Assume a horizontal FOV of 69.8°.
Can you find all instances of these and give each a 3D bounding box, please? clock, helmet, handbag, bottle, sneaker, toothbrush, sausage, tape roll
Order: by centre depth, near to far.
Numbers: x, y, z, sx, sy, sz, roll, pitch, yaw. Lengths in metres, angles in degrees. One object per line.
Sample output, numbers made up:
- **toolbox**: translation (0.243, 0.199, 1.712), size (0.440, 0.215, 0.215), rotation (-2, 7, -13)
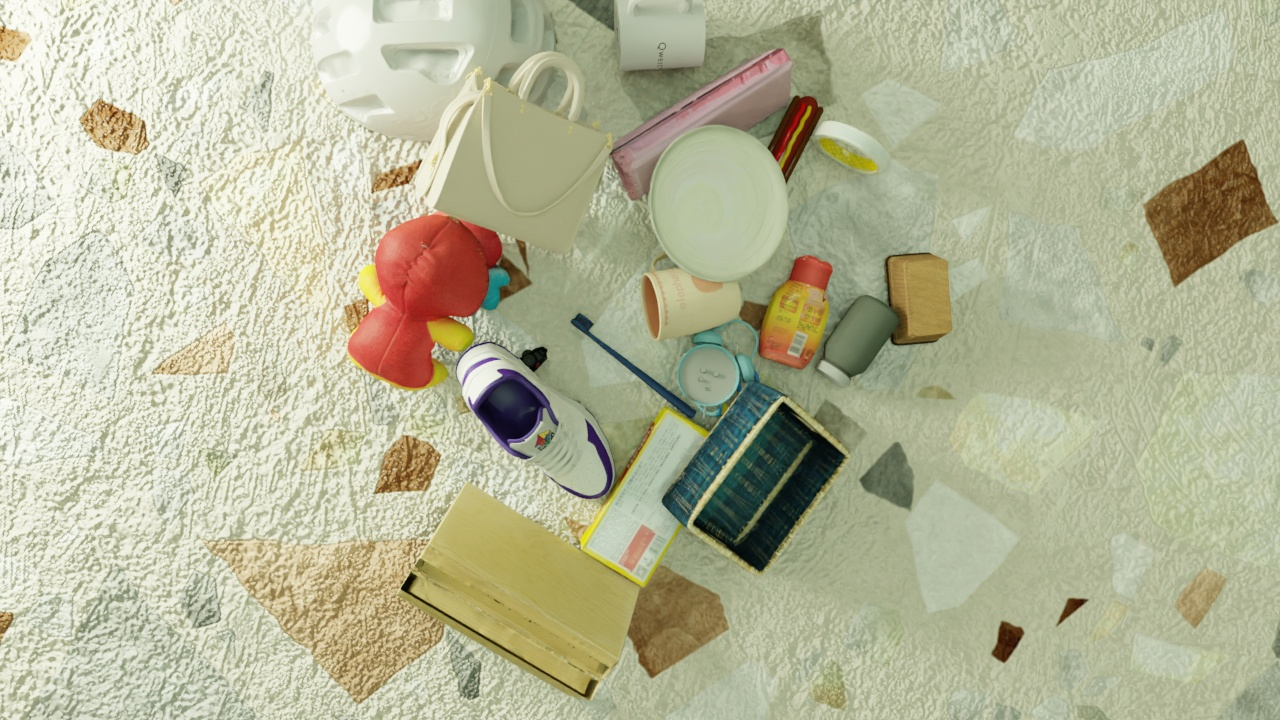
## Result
- **handbag**: translation (-0.121, -0.237, 1.001), size (0.194, 0.101, 0.198), rotation (16, 112, -37)
- **sneaker**: translation (-0.107, 0.083, 1.039), size (0.092, 0.111, 0.244), rotation (-44, 113, 2)
- **helmet**: translation (-0.245, -0.371, 1.043), size (0.283, 0.183, 0.224), rotation (7, 87, 16)
- **tape roll**: translation (0.249, -0.250, 1.085), size (0.094, 0.094, 0.019), rotation (29, 89, -5)
- **clock**: translation (0.093, 0.004, 1.102), size (0.087, 0.042, 0.123), rotation (39, 85, 6)
- **sausage**: translation (0.171, -0.248, 1.107), size (0.040, 0.040, 0.155), rotation (27, 90, -5)
- **bottle**: translation (0.191, -0.060, 1.110), size (0.071, 0.048, 0.134), rotation (19, 91, -6)
- **bottle**: translation (0.261, -0.022, 1.112), size (0.060, 0.060, 0.108), rotation (36, 89, -5)
- **toothbrush**: translation (-0.007, 0.007, 1.115), size (0.190, 0.016, 0.017), rotation (39, 82, -5)

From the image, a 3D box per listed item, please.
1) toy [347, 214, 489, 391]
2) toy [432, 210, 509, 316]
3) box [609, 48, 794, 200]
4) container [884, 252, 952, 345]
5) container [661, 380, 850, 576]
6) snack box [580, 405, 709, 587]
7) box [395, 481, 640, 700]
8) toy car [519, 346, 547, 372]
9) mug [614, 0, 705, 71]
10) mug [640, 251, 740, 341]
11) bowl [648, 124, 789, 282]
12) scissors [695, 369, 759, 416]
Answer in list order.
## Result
- **toy**: translation (-0.248, -0.065, 1.023), size (0.147, 0.098, 0.217), rotation (24, 120, -10)
- **toy**: translation (-0.203, -0.118, 1.076), size (0.092, 0.062, 0.133), rotation (-11, 111, 10)
- **box**: translation (0.063, -0.292, 1.076), size (0.232, 0.099, 0.080), rotation (-33, 73, -1)
- **container**: translation (0.340, -0.076, 1.115), size (0.063, 0.061, 0.114), rotation (-5, 93, -4)
- **container**: translation (0.135, 0.138, 1.077), size (0.145, 0.071, 0.187), rotation (39, 87, -31)
- **snack box**: translation (0.016, 0.163, 1.109), size (0.092, 0.042, 0.200), rotation (31, 90, -5)
- **box**: translation (-0.145, 0.283, 1.058), size (0.248, 0.141, 0.179), rotation (32, 99, -5)
- **toy car**: translation (-0.146, 0.017, 1.091), size (0.091, 0.042, 0.036), rotation (-32, 102, -2)
- **mug**: translation (0.022, -0.387, 1.050), size (0.096, 0.120, 0.083), rotation (-5, 76, -4)
- **mug**: translation (0.056, -0.085, 1.090), size (0.104, 0.085, 0.111), rotation (-10, 64, -12)
- **bowl**: translation (0.081, -0.179, 1.065), size (0.176, 0.058, 0.176), rotation (-1, 94, -21)
- **scissors**: translation (0.113, 0.069, 1.127), size (0.109, 0.018, 0.131), rotation (-8, 92, -1)
